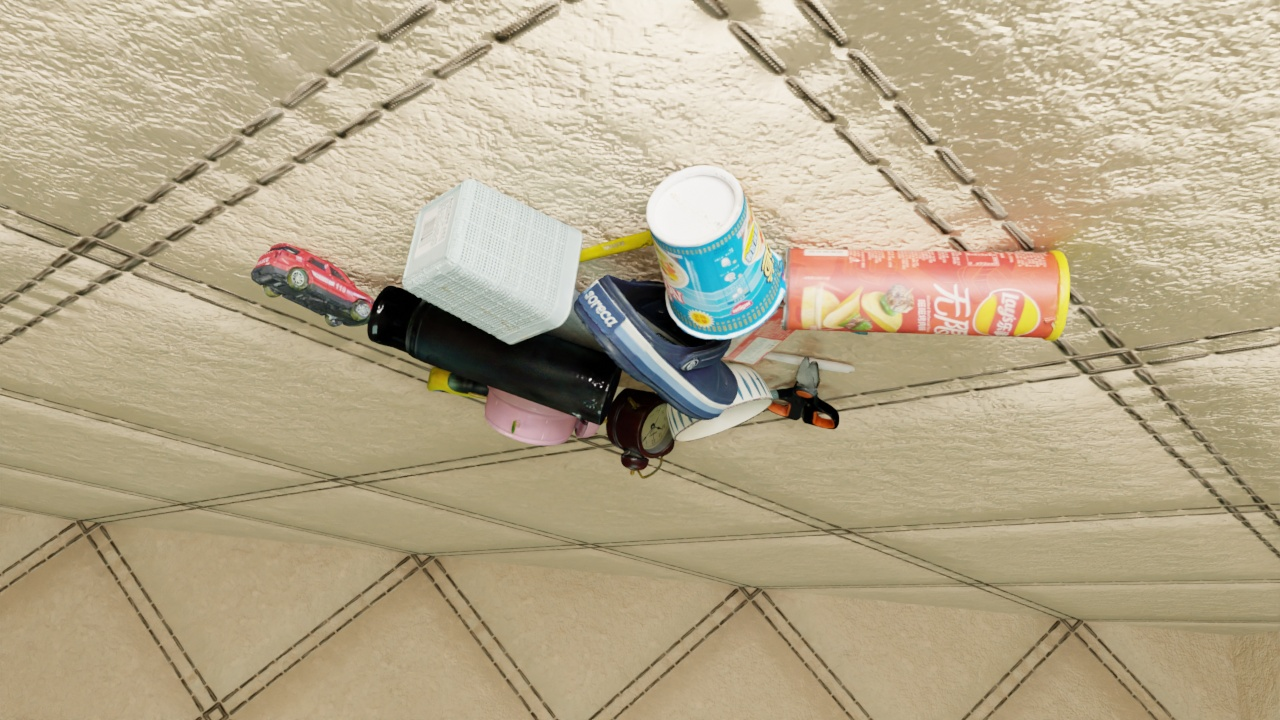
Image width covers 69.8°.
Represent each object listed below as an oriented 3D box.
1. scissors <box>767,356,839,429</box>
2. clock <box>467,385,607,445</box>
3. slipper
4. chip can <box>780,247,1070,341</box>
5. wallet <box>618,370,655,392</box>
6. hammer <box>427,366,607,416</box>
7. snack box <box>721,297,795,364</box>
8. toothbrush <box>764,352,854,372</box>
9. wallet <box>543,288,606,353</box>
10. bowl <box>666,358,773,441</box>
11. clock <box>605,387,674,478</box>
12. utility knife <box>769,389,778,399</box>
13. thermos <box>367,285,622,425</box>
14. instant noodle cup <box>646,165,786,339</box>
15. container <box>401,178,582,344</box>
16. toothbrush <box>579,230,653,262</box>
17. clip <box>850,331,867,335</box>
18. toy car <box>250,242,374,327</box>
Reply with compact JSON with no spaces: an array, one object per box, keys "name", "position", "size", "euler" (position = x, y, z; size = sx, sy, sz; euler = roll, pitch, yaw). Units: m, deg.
[{"name":"scissors","position":[0.200,0.037,1.028],"size":[0.139,0.021,0.235],"euler":[22,165,-8]},{"name":"clock","position":[-0.106,0.047,1.043],"size":[0.158,0.060,0.117],"euler":[-2,-155,-43]},{"name":"slipper","position":[0.027,-0.024,0.815],"size":[0.095,0.105,0.252],"euler":[-39,152,10]},{"name":"chip can","position":[0.223,-0.055,0.738],"size":[0.217,0.073,0.073],"euler":[3,159,9]},{"name":"wallet","position":[-0.006,0.006,1.013],"size":[0.101,0.020,0.115],"euler":[8,155,-12]},{"name":"hammer","position":[-0.110,0.056,1.174],"size":[0.323,0.031,0.126],"euler":[12,158,-17]},{"name":"snack box","position":[0.104,-0.037,0.879],"size":[0.075,0.025,0.153],"euler":[11,158,-12]},{"name":"toothbrush","position":[0.143,-0.001,0.979],"size":[0.180,0.016,0.016],"euler":[8,166,-8]},{"name":"wallet","position":[-0.074,-0.036,0.904],"size":[0.107,0.037,0.129],"euler":[6,155,35]},{"name":"bowl","position":[0.079,0.037,1.001],"size":[0.116,0.066,0.116],"euler":[-20,164,-6]},{"name":"clock","position":[0.006,0.086,1.108],"size":[0.055,0.122,0.081],"euler":[19,-146,41]},{"name":"utility knife","position":[0.096,0.063,1.098],"size":[0.033,0.015,0.177],"euler":[27,145,-36]},{"name":"thermos","position":[-0.139,-0.010,0.900],"size":[0.242,0.068,0.090],"euler":[20,-170,7]},{"name":"instant noodle cup","position":[0.052,-0.085,0.685],"size":[0.099,0.099,0.110],"euler":[-2,150,18]},{"name":"container","position":[-0.120,-0.080,0.738],"size":[0.111,0.090,0.090],"euler":[26,151,-37]},{"name":"toothbrush","position":[-0.063,-0.085,0.807],"size":[0.191,0.016,0.015],"euler":[-11,155,36]},{"name":"clip","position":[0.197,-0.037,0.863],"size":[0.013,0.034,0.055],"euler":[18,166,-24]},{"name":"toy car","position":[-0.305,-0.070,0.868],"size":[0.053,0.045,0.120],"euler":[-7,151,36]}]
